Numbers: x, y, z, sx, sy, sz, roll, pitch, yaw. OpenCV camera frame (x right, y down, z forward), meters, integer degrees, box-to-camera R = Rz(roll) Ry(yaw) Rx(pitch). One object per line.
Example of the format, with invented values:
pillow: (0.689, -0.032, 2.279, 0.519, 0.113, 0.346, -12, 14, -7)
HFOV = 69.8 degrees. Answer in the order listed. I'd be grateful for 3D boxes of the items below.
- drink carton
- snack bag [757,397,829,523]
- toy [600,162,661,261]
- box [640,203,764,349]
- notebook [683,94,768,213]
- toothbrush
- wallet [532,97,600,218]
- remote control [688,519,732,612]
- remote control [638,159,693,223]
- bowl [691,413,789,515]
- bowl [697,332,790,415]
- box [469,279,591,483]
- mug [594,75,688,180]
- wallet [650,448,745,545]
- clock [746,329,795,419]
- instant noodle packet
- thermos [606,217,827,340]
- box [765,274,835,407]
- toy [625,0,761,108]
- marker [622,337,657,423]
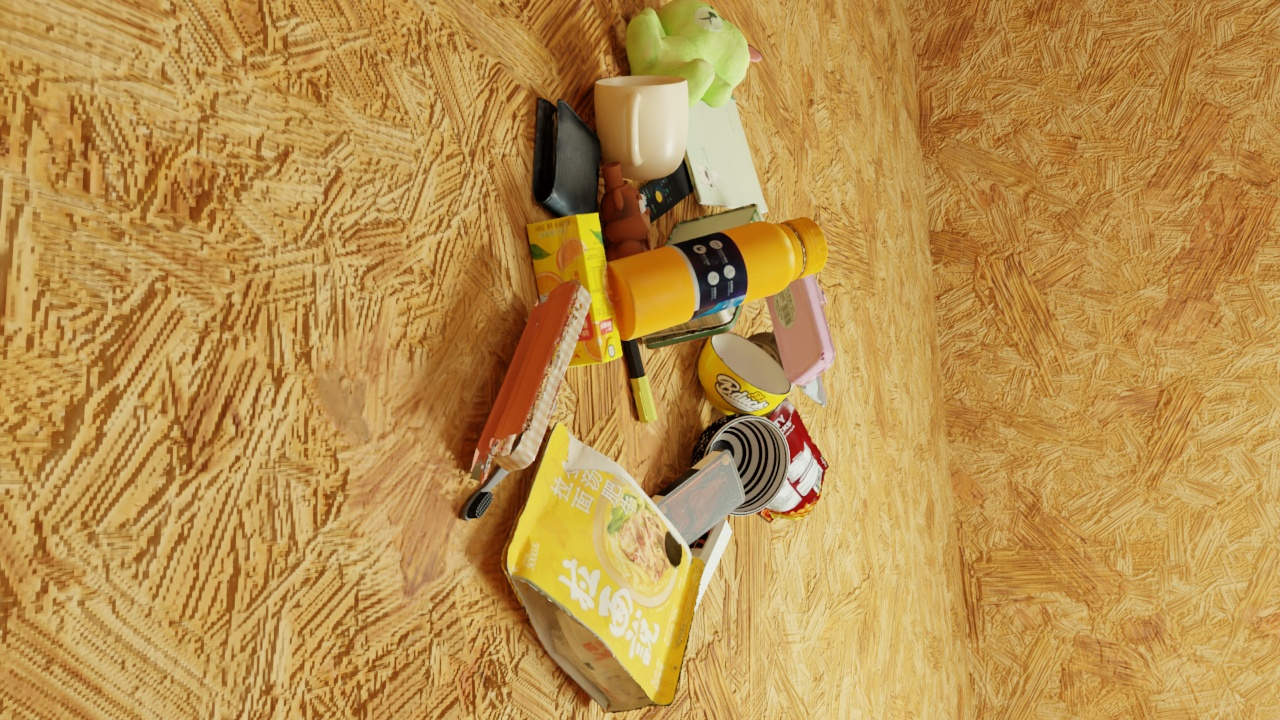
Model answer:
drink carton: (-0.060, -0.062, 0.833, 0.042, 0.059, 0.134, -22, 104, -60)
snack bag: (0.185, 0.147, 1.219, 0.139, 0.066, 0.208, -46, 145, -2)
toy: (-0.009, -0.139, 0.934, 0.094, 0.065, 0.128, -94, 172, -63)
box: (0.072, -0.098, 1.036, 0.051, 0.118, 0.204, 62, 32, -31)
notebook: (0.103, -0.290, 1.231, 0.252, 0.010, 0.182, -12, 85, -63)
toothbrush: (-0.105, 0.079, 0.765, 0.013, 0.013, 0.166, 70, 27, -24)
wallet: (-0.067, -0.186, 0.883, 0.089, 0.026, 0.114, 29, 59, -60)
remote control: (0.056, 0.218, 1.004, 0.143, 0.050, 0.024, -52, 129, -54)
remote control: (0.027, -0.198, 1.075, 0.151, 0.020, 0.041, -47, 119, -55)
bowl: (0.110, 0.119, 1.096, 0.120, 0.066, 0.120, -4, 100, -25)
bowl: (0.118, 0.026, 1.130, 0.117, 0.068, 0.117, 27, 28, -15)
box: (-0.091, 0.014, 0.743, 0.041, 0.083, 0.186, 47, 44, -33)
mug: (0.000, -0.233, 0.939, 0.120, 0.096, 0.100, -70, 160, -65)
wallet: (0.062, 0.156, 1.011, 0.122, 0.019, 0.072, -32, 110, -35)
clock: (0.159, 0.030, 1.205, 0.054, 0.093, 0.141, -14, 95, -56)
instant noodle packet: (-0.037, 0.182, 0.815, 0.221, 0.084, 0.162, 57, 35, -31)
thermos: (0.071, -0.091, 0.902, 0.232, 0.091, 0.076, -19, 136, -25)
box: (0.192, -0.051, 1.163, 0.146, 0.077, 0.201, 87, -6, -59)
toy: (0.055, -0.354, 1.076, 0.150, 0.107, 0.196, 39, 32, 8)
marker: (-0.006, 0.006, 0.968, 0.021, 0.018, 0.124, -31, 111, -61)
